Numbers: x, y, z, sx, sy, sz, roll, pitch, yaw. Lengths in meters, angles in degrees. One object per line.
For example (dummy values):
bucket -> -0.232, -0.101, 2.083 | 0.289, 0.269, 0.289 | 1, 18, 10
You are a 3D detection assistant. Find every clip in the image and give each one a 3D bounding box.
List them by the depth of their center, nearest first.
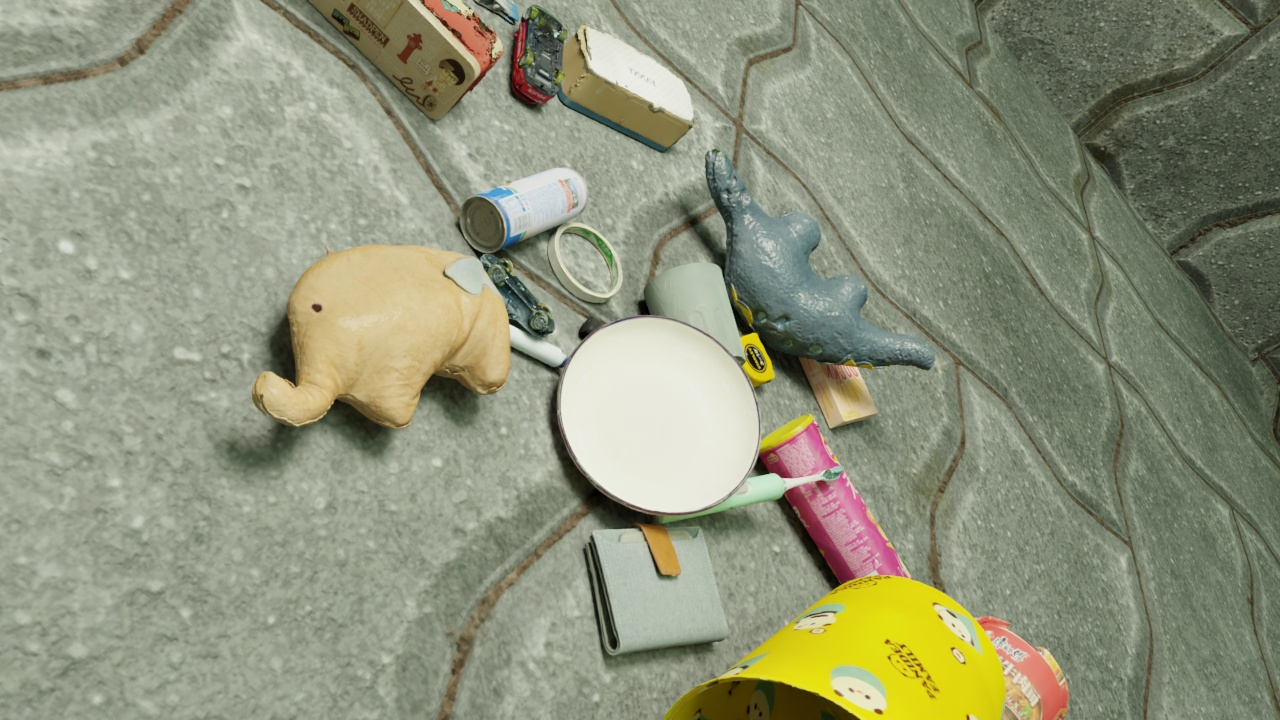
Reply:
clip -> -0.157, -0.391, 1.005 | 0.057, 0.029, 0.024 | 21, 53, -49

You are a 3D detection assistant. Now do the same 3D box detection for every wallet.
wallet -> 0.017, 0.190, 0.779 | 0.129, 0.037, 0.106 | 9, 59, -43

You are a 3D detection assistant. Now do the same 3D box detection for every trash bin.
trash bin -> 0.168, 0.302, 0.725 | 0.254, 0.230, 0.229 | -17, 78, -56

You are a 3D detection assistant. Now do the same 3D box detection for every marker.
marker -> -0.119, -0.026, 0.798 | 0.130, 0.018, 0.022 | 27, 38, -31
marker -> -0.005, 0.005, 0.891 | 0.132, 0.020, 0.022 | 41, -3, -20

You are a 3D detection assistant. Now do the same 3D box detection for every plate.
plate -> 0.015, 0.052, 0.831 | 0.192, 0.039, 0.192 | 7, 63, -15

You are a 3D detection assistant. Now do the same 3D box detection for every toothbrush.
toothbrush -> 0.105, 0.125, 0.872 | 0.224, 0.027, 0.026 | -6, 57, -30

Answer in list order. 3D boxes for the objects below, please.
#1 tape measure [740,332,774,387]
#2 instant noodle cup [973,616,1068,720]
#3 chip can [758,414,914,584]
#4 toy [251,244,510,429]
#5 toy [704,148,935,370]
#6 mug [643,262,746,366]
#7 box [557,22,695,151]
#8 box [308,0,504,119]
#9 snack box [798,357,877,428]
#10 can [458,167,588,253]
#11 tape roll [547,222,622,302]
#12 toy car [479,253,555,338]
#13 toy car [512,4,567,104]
tape measure -> 0.118, 0.002, 1.014 | 0.057, 0.029, 0.060 | -17, 77, -51
instant noodle cup -> 0.352, 0.354, 0.949 | 0.108, 0.138, 0.138 | -24, 83, -42
chip can -> 0.204, 0.163, 0.963 | 0.071, 0.072, 0.210 | -32, 90, -51
toy -> -0.193, -0.019, 0.668 | 0.225, 0.083, 0.143 | -22, 74, -48
toy -> 0.176, -0.086, 1.054 | 0.356, 0.138, 0.091 | 45, 12, -4
mug -> 0.063, -0.031, 0.951 | 0.124, 0.084, 0.103 | 31, 41, -64
box -> -0.021, -0.316, 1.063 | 0.184, 0.060, 0.089 | 17, 53, -36
box -> -0.210, -0.317, 0.839 | 0.168, 0.092, 0.076 | 43, 45, -16
snack box -> 0.232, 0.003, 1.133 | 0.084, 0.026, 0.157 | -8, 70, -48
can -> -0.106, -0.144, 0.861 | 0.053, 0.053, 0.134 | 56, 39, -1
tape roll -> -0.054, -0.098, 0.915 | 0.085, 0.014, 0.085 | 25, 48, -33
toy car -> -0.111, -0.055, 0.806 | 0.090, 0.034, 0.043 | 46, 9, -11
toy car -> -0.111, -0.328, 0.985 | 0.053, 0.045, 0.120 | 26, 53, -35
